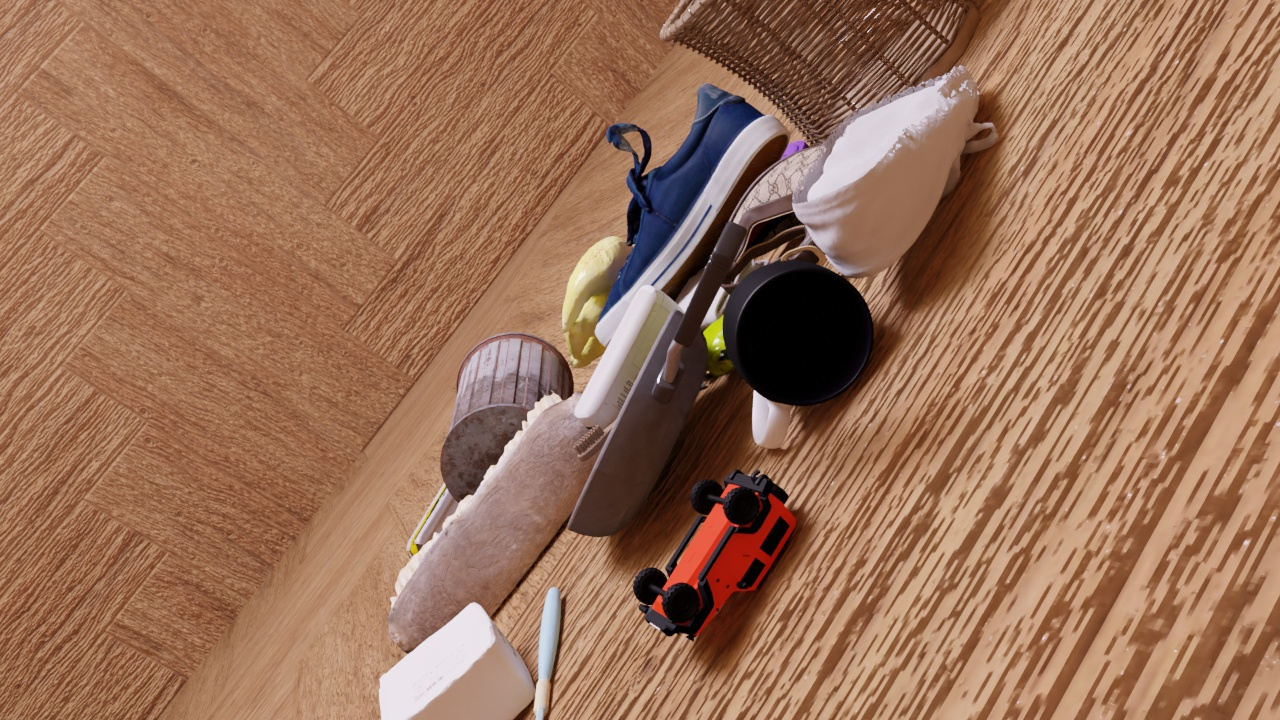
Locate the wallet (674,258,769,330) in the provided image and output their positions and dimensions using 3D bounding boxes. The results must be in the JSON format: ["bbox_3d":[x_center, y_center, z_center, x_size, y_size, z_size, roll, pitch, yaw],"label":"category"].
[{"bbox_3d":[0.063,-0.061,0.851,0.086,0.032,0.116,-59,17,-22],"label":"wallet"}]

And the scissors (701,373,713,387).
[{"bbox_3d":[0.013,0.034,0.821,0.132,0.012,0.169,-49,20,8],"label":"scissors"}]

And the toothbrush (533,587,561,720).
[{"bbox_3d":[-0.067,0.210,0.635,0.154,0.016,0.022,-87,1,-64],"label":"toothbrush"}]

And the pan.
[{"bbox_3d":[0.018,0.016,0.587,0.178,0.041,0.358,-63,-2,-25],"label":"pan"}]

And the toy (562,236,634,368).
[{"bbox_3d":[-0.037,-0.070,1.022,0.154,0.064,0.171,-53,-18,-20],"label":"toy"}]

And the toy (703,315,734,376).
[{"bbox_3d":[0.069,-0.017,0.729,0.094,0.036,0.094,-42,11,48],"label":"toy"}]

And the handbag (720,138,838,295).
[{"bbox_3d":[0.121,-0.104,0.725,0.138,0.063,0.167,-55,21,-12],"label":"handbag"}]

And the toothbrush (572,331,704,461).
[{"bbox_3d":[0.006,0.026,0.778,0.166,0.016,0.016,-42,19,-21],"label":"toothbrush"}]

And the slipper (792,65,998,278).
[{"bbox_3d":[0.174,-0.134,0.610,0.112,0.075,0.246,-1,33,32],"label":"slipper"}]

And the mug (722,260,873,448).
[{"bbox_3d":[0.089,-0.006,0.585,0.100,0.085,0.119,-107,28,-79],"label":"mug"}]

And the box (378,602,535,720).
[{"bbox_3d":[-0.155,0.265,0.651,0.190,0.083,0.111,-55,14,-8],"label":"box"}]

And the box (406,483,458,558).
[{"bbox_3d":[-0.188,0.146,1.039,0.033,0.064,0.208,-20,34,45],"label":"box"}]

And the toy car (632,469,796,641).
[{"bbox_3d":[0.042,0.106,0.496,0.100,0.049,0.051,-55,17,-13],"label":"toy car"}]

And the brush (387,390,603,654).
[{"bbox_3d":[-0.124,0.145,0.818,0.271,0.083,0.056,-53,14,-1],"label":"brush"}]

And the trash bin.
[{"bbox_3d":[-0.134,0.060,0.955,0.131,0.131,0.211,-48,17,13],"label":"trash bin"}]

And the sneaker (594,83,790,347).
[{"bbox_3d":[0.014,-0.140,0.896,0.120,0.127,0.295,-25,-26,-53],"label":"sneaker"}]

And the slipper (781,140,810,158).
[{"bbox_3d":[0.070,-0.179,0.997,0.107,0.084,0.267,-58,17,-23],"label":"slipper"}]

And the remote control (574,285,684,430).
[{"bbox_3d":[-0.005,0.005,0.797,0.025,0.060,0.138,12,70,48],"label":"remote control"}]

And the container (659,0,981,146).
[{"bbox_3d":[0.165,-0.316,0.828,0.227,0.196,0.226,-46,16,17],"label":"container"}]
